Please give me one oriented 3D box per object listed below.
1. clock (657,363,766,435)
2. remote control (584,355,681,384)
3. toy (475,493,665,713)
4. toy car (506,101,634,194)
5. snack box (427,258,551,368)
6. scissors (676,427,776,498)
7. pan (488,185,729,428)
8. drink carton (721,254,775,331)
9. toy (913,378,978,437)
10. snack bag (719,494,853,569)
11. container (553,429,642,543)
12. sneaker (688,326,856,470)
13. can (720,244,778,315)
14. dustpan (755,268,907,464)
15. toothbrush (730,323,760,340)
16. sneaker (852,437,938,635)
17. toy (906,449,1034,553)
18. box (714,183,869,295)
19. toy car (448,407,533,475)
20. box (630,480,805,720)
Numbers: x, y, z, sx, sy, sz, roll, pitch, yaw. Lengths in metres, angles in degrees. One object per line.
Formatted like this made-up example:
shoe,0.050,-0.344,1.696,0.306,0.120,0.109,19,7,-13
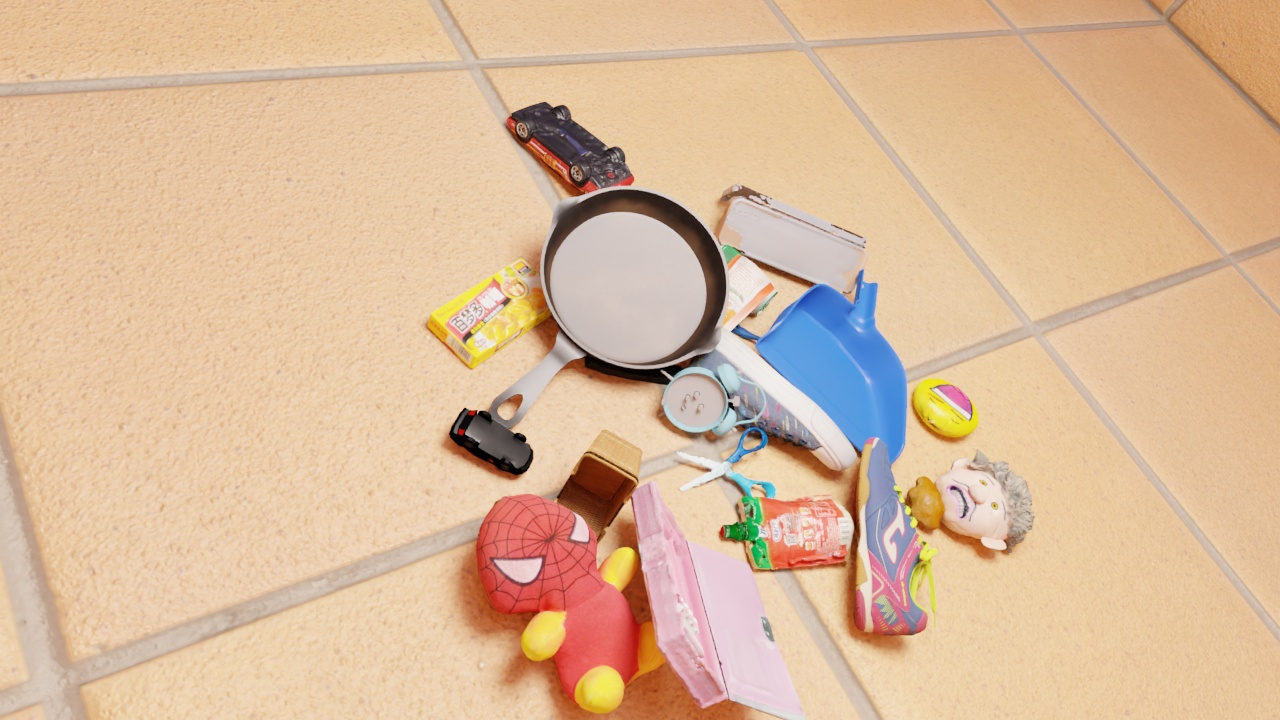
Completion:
clock,0.083,0.046,1.061,0.123,0.087,0.042,5,19,4
remote control,-0.006,0.006,1.105,0.124,0.010,0.039,13,52,-17
toy,-0.072,0.220,0.861,0.216,0.099,0.147,50,37,13
toy car,-0.097,-0.287,1.250,0.189,0.056,0.081,43,48,18
snack box,-0.167,-0.057,1.068,0.075,0.025,0.151,43,50,9
scissors,0.100,0.115,1.060,0.132,0.015,0.109,17,72,-11
pan,-0.049,-0.050,1.067,0.248,0.043,0.355,42,68,0
drink carton,0.106,-0.072,1.173,0.122,0.039,0.069,-43,73,-4
toy,0.411,0.063,1.237,0.095,0.041,0.094,43,46,13
snack bag,0.163,0.191,1.034,0.155,0.044,0.087,2,60,-19
container,-0.044,0.127,0.941,0.063,0.114,0.061,30,36,-3
sneaker,0.153,0.060,1.111,0.235,0.087,0.079,42,84,4
can,0.132,-0.109,1.225,0.101,0.053,0.053,42,50,9
dustpan,0.270,-0.030,1.201,0.245,0.060,0.256,42,39,-17
toothbrush,0.129,-0.041,1.202,0.132,0.016,0.021,31,49,2
sneaker,0.291,0.199,1.052,0.091,0.116,0.241,2,55,11
toy,0.412,0.173,1.139,0.175,0.076,0.132,-3,57,-17
box,0.211,-0.167,1.302,0.216,0.095,0.107,20,74,-11
toy car,-0.156,0.088,0.961,0.091,0.036,0.042,34,50,-12
box,0.059,0.236,0.881,0.179,0.059,0.232,42,14,-21
